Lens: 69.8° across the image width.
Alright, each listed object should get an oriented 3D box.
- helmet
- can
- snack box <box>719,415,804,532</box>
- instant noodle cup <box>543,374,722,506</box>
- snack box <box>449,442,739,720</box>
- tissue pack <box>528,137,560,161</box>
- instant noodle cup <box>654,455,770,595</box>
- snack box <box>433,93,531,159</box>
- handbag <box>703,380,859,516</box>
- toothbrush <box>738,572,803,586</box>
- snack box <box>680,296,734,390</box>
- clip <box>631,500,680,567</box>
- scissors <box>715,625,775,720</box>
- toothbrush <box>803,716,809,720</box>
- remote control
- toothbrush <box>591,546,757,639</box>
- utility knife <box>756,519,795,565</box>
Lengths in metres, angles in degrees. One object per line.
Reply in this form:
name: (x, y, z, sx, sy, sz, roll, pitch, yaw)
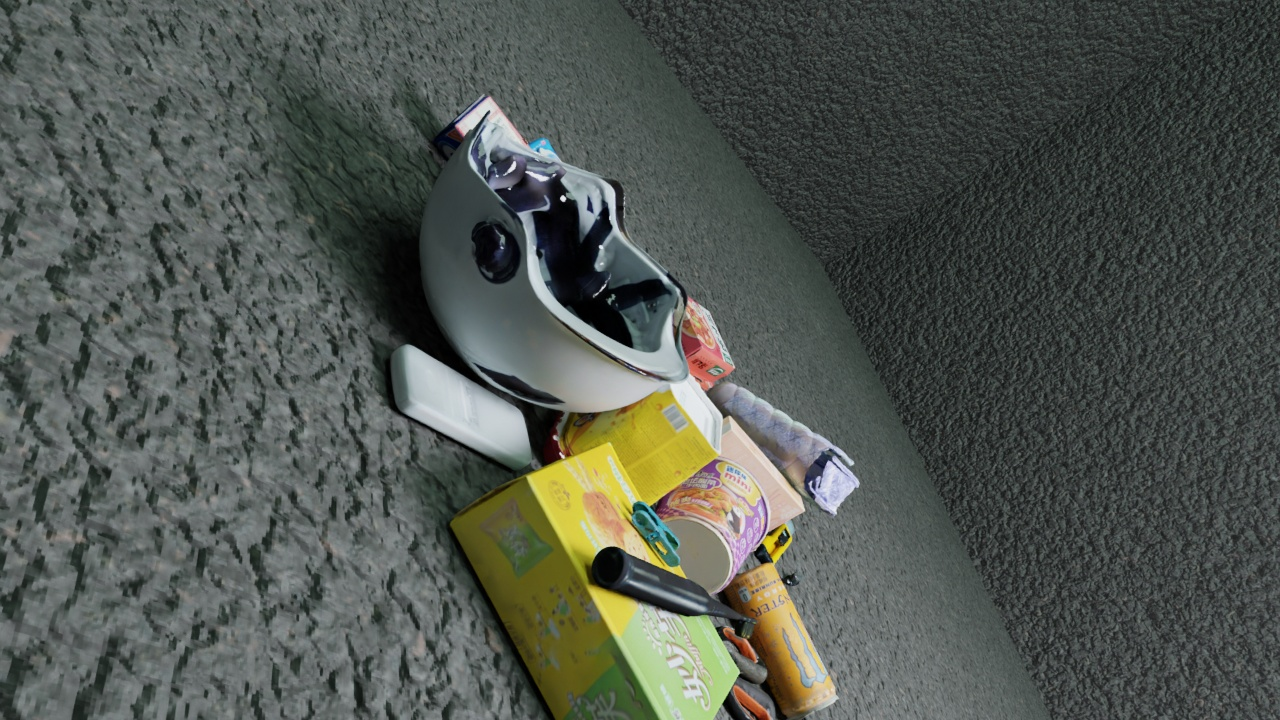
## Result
helmet: (-0.083, -0.055, 0.735, 0.228, 0.146, 0.258, 8, 50, -58)
can: (0.138, 0.278, 0.914, 0.146, 0.058, 0.058, 64, 19, 18)
snack box: (0.109, 0.137, 1.028, 0.157, 0.085, 0.026, 47, 18, -30)
instant noodle cup: (-0.001, 0.067, 0.790, 0.116, 0.124, 0.116, 53, 19, -15)
snack box: (-0.024, 0.171, 0.647, 0.210, 0.070, 0.157, 60, 17, 6)
tissue pack: (-0.113, -0.204, 1.057, 0.095, 0.052, 0.156, 54, 18, -14)
instant noodle cup: (0.056, 0.155, 0.837, 0.111, 0.112, 0.099, 56, 25, -6)
snack box: (-0.119, -0.169, 0.944, 0.207, 0.057, 0.058, 51, 59, -21)
handbag: (0.172, 0.105, 1.135, 0.194, 0.075, 0.134, 32, -6, 43)
toothbrush: (0.154, 0.253, 1.069, 0.189, 0.017, 0.014, 24, 38, -58)
snack box: (0.079, -0.024, 1.280, 0.113, 0.044, 0.127, 28, 35, -57)
clip: (0.011, 0.127, 0.676, 0.056, 0.014, 0.040, 54, 16, -20)
scissors: (0.059, 0.261, 0.793, 0.233, 0.022, 0.162, 28, 35, -58)
toothbrush: (0.152, 0.324, 0.947, 0.181, 0.018, 0.015, 62, 21, 16)
remote control: (-0.129, 0.037, 0.671, 0.136, 0.020, 0.055, 37, 28, -48)
toothbrush: (0.034, 0.169, 0.646, 0.212, 0.026, 0.027, 38, 61, -50)
utility knife: (0.178, 0.227, 1.173, 0.033, 0.015, 0.206, 63, 18, 6)
